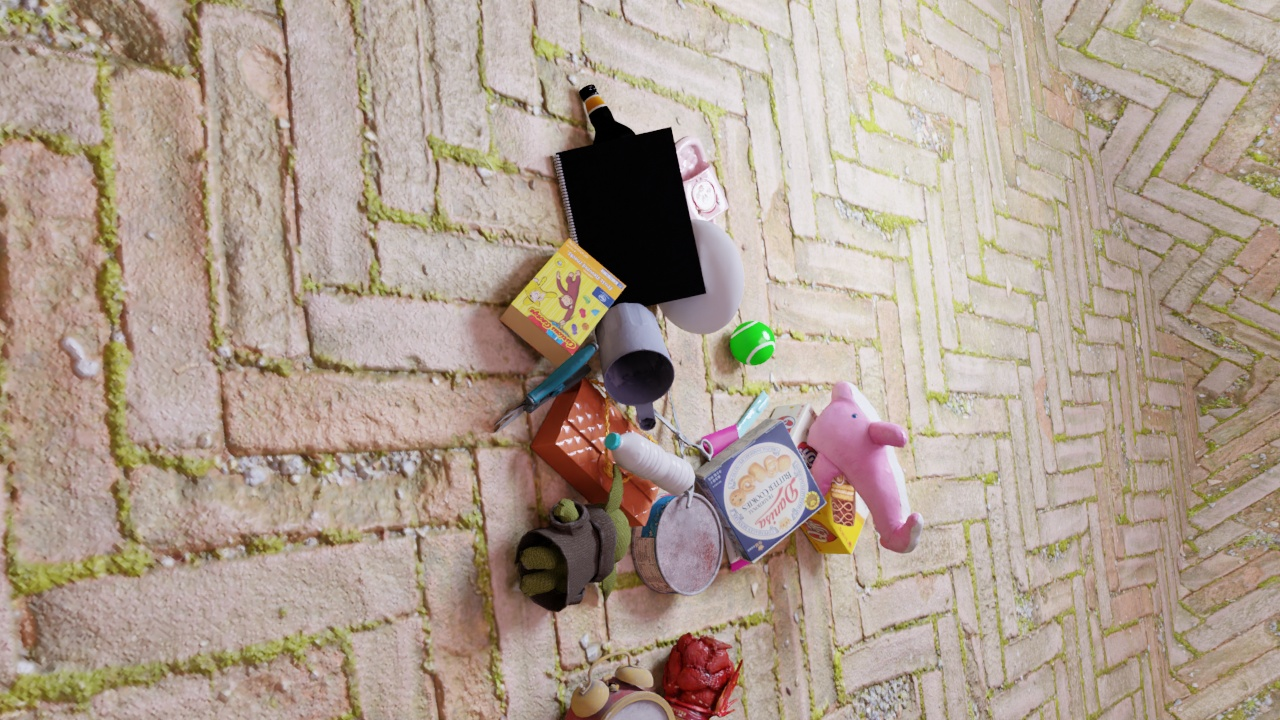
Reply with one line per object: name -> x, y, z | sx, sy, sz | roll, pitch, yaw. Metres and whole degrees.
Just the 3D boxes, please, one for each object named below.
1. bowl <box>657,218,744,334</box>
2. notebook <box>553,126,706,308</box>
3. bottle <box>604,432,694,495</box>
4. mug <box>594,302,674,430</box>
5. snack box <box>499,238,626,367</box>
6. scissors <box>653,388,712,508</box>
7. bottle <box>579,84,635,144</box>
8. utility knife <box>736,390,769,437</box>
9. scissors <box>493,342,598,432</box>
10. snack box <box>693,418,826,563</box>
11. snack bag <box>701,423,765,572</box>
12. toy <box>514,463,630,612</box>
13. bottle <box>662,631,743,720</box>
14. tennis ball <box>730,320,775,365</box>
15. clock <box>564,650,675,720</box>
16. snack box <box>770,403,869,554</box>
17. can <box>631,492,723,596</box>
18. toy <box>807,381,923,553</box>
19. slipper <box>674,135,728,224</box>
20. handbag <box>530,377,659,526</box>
bowl -> 0.061, -0.105, 1.174 | 0.043, 0.150, 0.149 | -13, 93, -45
notebook -> -0.013, -0.168, 1.127 | 0.016, 0.149, 0.206 | -51, 129, -85
bottle -> 0.009, 0.118, 1.075 | 0.136, 0.044, 0.044 | 33, 61, -41
mug -> -0.007, 0.006, 1.112 | 0.103, 0.084, 0.124 | -106, -177, -52
snack box -> -0.089, -0.068, 1.068 | 0.088, 0.040, 0.125 | 40, 54, -6
scissors -> 0.056, 0.114, 1.198 | 0.141, 0.014, 0.174 | 27, 45, -45
bottle -> -0.029, -0.267, 1.167 | 0.059, 0.059, 0.181 | -23, 86, -46
utility knife -> 0.144, 0.100, 1.325 | 0.165, 0.015, 0.022 | -46, 111, -37
scissors -> -0.098, 0.026, 1.025 | 0.019, 0.125, 0.154 | 49, 39, 8
snack box -> 0.166, 0.178, 1.266 | 0.144, 0.043, 0.145 | -34, 102, -19
snack bag -> 0.132, 0.193, 1.289 | 0.070, 0.016, 0.196 | -16, 96, -36
toy -> -0.074, 0.213, 1.032 | 0.152, 0.078, 0.179 | -22, 124, -50
bottle -> 0.078, 0.402, 1.150 | 0.099, 0.099, 0.111 | 41, 61, -34
tennis ball -> 0.162, -0.025, 1.328 | 0.065, 0.065, 0.065 | 9, 77, -45
clock -> -0.032, 0.406, 1.042 | 0.116, 0.081, 0.159 | -12, 102, -36
snack box -> 0.265, 0.184, 1.404 | 0.230, 0.062, 0.109 | 54, 50, -26
can -> 0.049, 0.236, 1.182 | 0.129, 0.044, 0.130 | 9, 77, -45
toy -> 0.313, 0.160, 1.330 | 0.127, 0.187, 0.265 | -17, 71, -10
slipper -> 0.078, -0.195, 1.261 | 0.106, 0.056, 0.222 | -34, 119, -39
handbag -> -0.038, 0.108, 1.106 | 0.172, 0.060, 0.108 | 47, 49, -30
